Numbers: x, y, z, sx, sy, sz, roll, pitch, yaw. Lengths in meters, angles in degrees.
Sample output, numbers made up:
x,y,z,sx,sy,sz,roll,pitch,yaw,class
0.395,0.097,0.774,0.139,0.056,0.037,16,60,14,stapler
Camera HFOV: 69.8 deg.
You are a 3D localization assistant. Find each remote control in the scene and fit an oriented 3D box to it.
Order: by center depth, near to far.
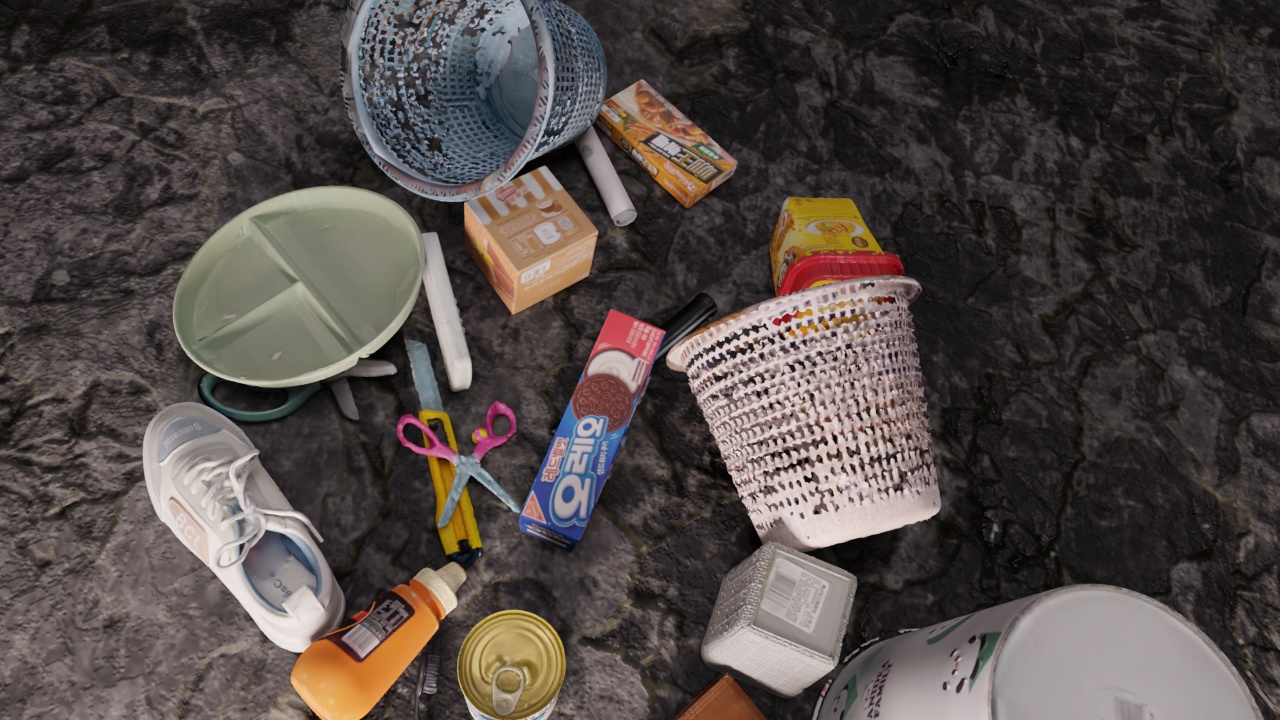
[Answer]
x,y,z,sx,sy,sz,roll,pitch,yaw,class
-0.181,-0.047,0.853,0.021,0.058,0.150,-11,65,-18,remote control

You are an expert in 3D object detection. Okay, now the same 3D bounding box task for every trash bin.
x,y,z,sx,sy,sz,roll,pitch,yaw,class
0.268,0.279,0.645,0.229,0.252,0.229,4,62,-8,trash bin
0.155,0.056,0.783,0.227,0.228,0.192,-11,77,-16,trash bin
-0.137,-0.275,0.886,0.226,0.227,0.194,39,27,11,trash bin

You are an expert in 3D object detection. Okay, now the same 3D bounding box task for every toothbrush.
x,y,z,sx,sy,sz,roll,pitch,yaw,class
-0.166,0.316,0.688,0.017,0.014,0.189,9,61,-19,toothbrush
-0.005,0.005,0.875,0.212,0.026,0.027,-41,111,-24,toothbrush
-0.058,-0.239,0.994,0.027,0.026,0.221,-32,67,17,toothbrush

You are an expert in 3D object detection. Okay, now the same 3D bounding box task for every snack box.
x,y,z,sx,sy,sz,roll,pitch,yaw,class
-0.041,0.060,0.804,0.058,0.057,0.207,23,70,-1,snack box
-0.108,-0.117,0.892,0.092,0.077,0.094,-30,72,-23,snack box
0.026,-0.240,1.010,0.075,0.026,0.154,-39,74,-25,snack box

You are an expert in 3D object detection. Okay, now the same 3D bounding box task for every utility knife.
x,y,z,sx,sy,sz,roll,pitch,yaw,class
-0.179,0.076,0.811,0.033,0.015,0.230,-11,64,-18,utility knife

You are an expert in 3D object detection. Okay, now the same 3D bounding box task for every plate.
x,y,z,sx,sy,sz,roll,pitch,yaw,class
-0.305,-0.069,0.832,0.230,0.027,0.229,-3,56,4,plate

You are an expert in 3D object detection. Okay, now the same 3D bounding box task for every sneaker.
x,y,z,sx,sy,sz,roll,pitch,yaw,class
-0.321,0.120,0.721,0.089,0.091,0.242,-35,72,-25,sneaker

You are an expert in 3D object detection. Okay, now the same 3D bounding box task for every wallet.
x,y,z,sx,sy,sz,roll,pitch,yaw,class
0.057,0.321,0.714,0.124,0.032,0.101,-36,76,-24,wallet

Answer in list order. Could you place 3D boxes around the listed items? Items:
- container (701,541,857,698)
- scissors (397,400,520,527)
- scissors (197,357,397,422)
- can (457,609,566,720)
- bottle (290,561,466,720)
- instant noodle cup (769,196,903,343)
x,y,z,sx,sy,sz,roll,pitch,yaw,class
0.112,0.207,0.735,0.090,0.114,0.090,22,61,1,container
-0.154,0.084,0.798,0.136,0.017,0.133,30,53,-15,scissors
-0.314,-0.014,0.836,0.174,0.019,0.169,-9,63,-13,scissors
-0.096,0.236,0.686,0.075,0.111,0.075,3,62,-6,can
-0.195,0.211,0.713,0.067,0.067,0.149,41,56,12,bottle
0.184,-0.095,0.918,0.116,0.116,0.123,0,51,-10,instant noodle cup
